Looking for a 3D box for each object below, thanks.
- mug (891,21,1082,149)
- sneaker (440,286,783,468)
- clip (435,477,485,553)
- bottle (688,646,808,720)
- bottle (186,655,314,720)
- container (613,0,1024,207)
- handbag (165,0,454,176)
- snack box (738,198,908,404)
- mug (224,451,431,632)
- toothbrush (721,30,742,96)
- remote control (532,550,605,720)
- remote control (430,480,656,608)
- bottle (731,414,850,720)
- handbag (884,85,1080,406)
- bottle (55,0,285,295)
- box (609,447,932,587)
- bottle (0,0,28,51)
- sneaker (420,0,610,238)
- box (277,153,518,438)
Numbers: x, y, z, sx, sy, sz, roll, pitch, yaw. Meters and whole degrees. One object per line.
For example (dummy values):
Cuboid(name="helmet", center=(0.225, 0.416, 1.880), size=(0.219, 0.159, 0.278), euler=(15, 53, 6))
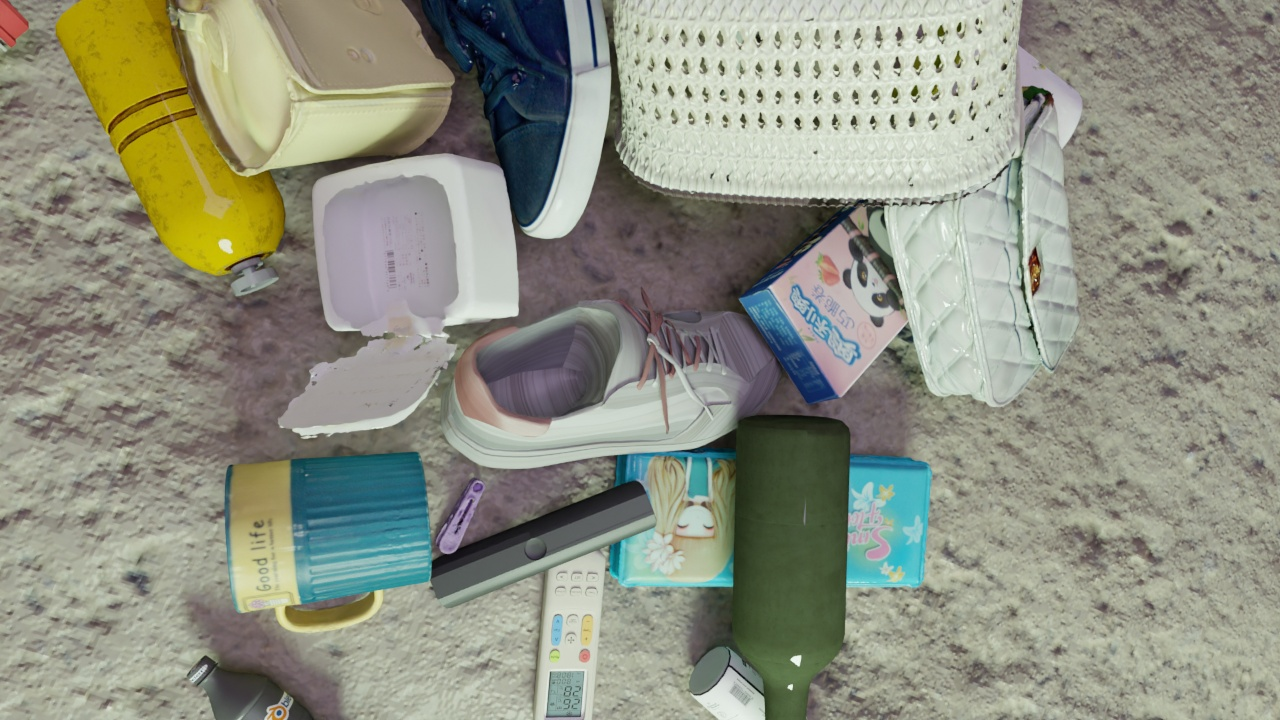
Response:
Cuboid(name="mug", center=(0.248, -0.189, 0.662), size=(0.106, 0.083, 0.082), euler=(29, 82, -15))
Cuboid(name="sneaker", center=(-0.004, 0.004, 0.566), size=(0.235, 0.090, 0.099), euler=(-12, 71, -20))
Cuboid(name="clip", center=(-0.115, 0.098, 0.584), size=(0.013, 0.033, 0.051), euler=(30, 74, -16))
Cuboid(name="bottle", center=(0.086, 0.248, 0.632), size=(0.116, 0.041, 0.041), euler=(44, 78, -12))
Cuboid(name="bottle", center=(-0.219, 0.214, 0.542), size=(0.110, 0.036, 0.036), euler=(45, 78, -12))
Cuboid(name="container", center=(0.099, -0.190, 0.531), size=(0.252, 0.143, 0.184), euler=(4, 58, 15))
Cuboid(name="handbag", center=(-0.182, -0.166, 0.505), size=(0.119, 0.081, 0.111), euler=(-28, 89, -55))
Cuboid(name="snack box", center=(0.141, -0.047, 0.628), size=(0.153, 0.033, 0.088), euler=(-40, 101, -35))
Cuboid(name="mug", center=(-0.181, 0.110, 0.539), size=(0.107, 0.083, 0.114), euler=(-5, 119, -20))
Cuboid(name="toothbrush", center=(0.072, -0.266, 0.643), size=(0.012, 0.017, 0.186), euler=(7, 88, -1))
Cuboid(name="remote control", center=(-0.047, 0.183, 0.604), size=(0.038, 0.018, 0.125), euler=(5, 89, -17))
Cuboid(name="remote control", center=(-0.062, 0.117, 0.583), size=(0.147, 0.015, 0.033), euler=(-22, 90, 0))
Cuboid(name="bottle", center=(0.094, 0.139, 0.580), size=(0.071, 0.071, 0.207), euler=(1, 91, -17))
Cuboid(name="handbag", center=(0.246, -0.070, 0.626), size=(0.138, 0.072, 0.195), euler=(-43, 128, -23))
Cuboid(name="bottle", center=(-0.252, -0.116, 0.516), size=(0.071, 0.071, 0.164), euler=(-26, 95, -15))
Cuboid(name="box", center=(0.093, 0.109, 0.638), size=(0.226, 0.039, 0.094), euler=(4, 90, -15))
Cuboid(name="bottle", center=(-0.400, -0.131, 0.476), size=(0.062, 0.062, 0.176), euler=(45, 78, -12))
Cuboid(name="sneaker", center=(-0.102, -0.216, 0.547), size=(0.127, 0.121, 0.294), euler=(-9, 89, -29))
Cuboid(name="box", center=(-0.135, -0.031, 0.519), size=(0.112, 0.101, 0.189), euler=(-6, 71, 23))
